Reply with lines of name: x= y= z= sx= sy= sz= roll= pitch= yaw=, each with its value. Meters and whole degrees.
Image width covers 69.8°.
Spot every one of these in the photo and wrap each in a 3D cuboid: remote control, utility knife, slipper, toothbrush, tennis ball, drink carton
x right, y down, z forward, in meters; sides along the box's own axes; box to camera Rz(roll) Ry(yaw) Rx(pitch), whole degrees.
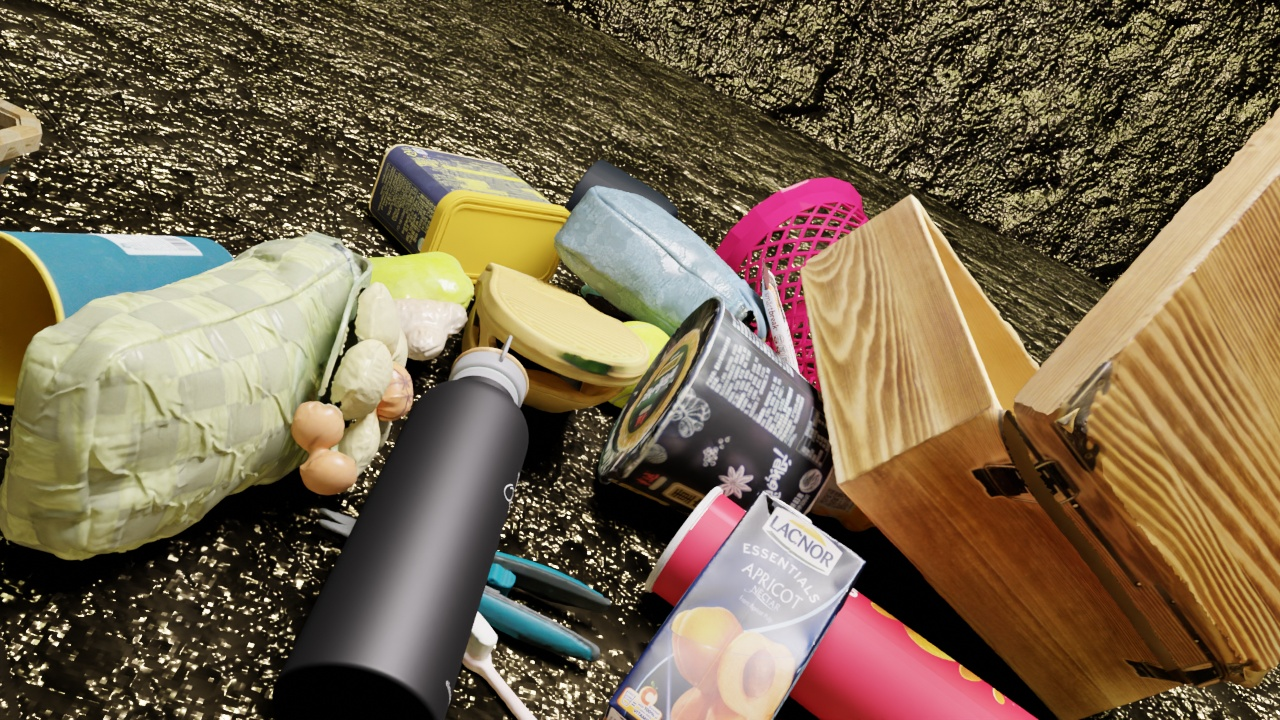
remote control: x=0.012 y=-0.034 z=0.832 sx=0.136 sy=0.015 sz=0.032 roll=12 pitch=28 yaw=-27
utility knife: x=0.006 y=-0.068 z=0.892 sx=0.022 sy=0.016 sz=0.179 roll=43 pitch=29 yaw=27
slipper: x=-0.073 y=-0.011 z=0.625 sx=0.099 sy=0.078 sz=0.263 roll=21 pitch=8 yaw=-18
toothbrush: x=-0.023 y=0.172 z=0.377 sx=0.181 sy=0.018 sz=0.015 roll=42 pitch=28 yaw=27
tennis ball: x=-0.004 y=0.004 z=0.674 sx=0.065 sy=0.065 sz=0.065 roll=23 pitch=24 yaw=-11
drink carton: x=0.046 y=0.129 z=0.426 sx=0.064 sy=0.040 sz=0.129 roll=35 pitch=60 yaw=13

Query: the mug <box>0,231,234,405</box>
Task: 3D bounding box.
mug: x=-0.262 y=-0.029 z=0.455 sx=0.078 sy=0.078 sz=0.121 roll=33 pitch=20 yaw=11

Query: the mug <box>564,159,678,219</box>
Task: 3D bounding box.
mug: x=-0.019 y=-0.140 z=0.947 sx=0.094 sy=0.085 sz=0.121 roll=32 pitch=-5 yaw=6

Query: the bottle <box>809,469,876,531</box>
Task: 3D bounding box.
bottle: x=0.133 y=0.081 z=0.676 sx=0.108 sy=0.063 sz=0.063 roll=26 pitch=24 yaw=-2

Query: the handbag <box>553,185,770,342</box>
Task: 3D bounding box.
handbag: x=0.015 y=-0.051 z=0.745 sx=0.192 sy=0.119 sz=0.121 roll=38 pitch=12 yaw=5

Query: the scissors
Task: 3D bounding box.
scissors: x=-0.080 y=0.103 z=0.448 sx=0.140 sy=0.019 sz=0.128 roll=-5 pitch=44 yaw=-41

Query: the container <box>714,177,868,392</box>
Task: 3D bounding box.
container: x=0.192 y=-0.025 z=0.836 sx=0.182 sy=0.184 sz=0.225 roll=5 pitch=41 yaw=-43

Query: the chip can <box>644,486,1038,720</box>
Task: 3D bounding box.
chip can: x=0.111 y=0.159 z=0.483 sx=0.220 sy=0.069 sz=0.069 roll=35 pitch=25 yaw=14

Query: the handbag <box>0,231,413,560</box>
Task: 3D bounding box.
handbag: x=-0.168 y=0.020 z=0.400 sx=0.117 sy=0.113 sz=0.186 roll=18 pitch=23 yaw=11

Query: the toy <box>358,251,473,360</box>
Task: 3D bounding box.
toy: x=-0.155 y=-0.034 z=0.599 sx=0.092 sy=0.046 sz=0.115 roll=-6 pitch=37 yaw=-9

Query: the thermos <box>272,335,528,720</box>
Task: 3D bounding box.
thermos: x=-0.090 y=0.063 z=0.421 sx=0.061 sy=0.061 sz=0.230 roll=24 pitch=34 yaw=-10

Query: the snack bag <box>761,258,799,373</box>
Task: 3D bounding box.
snack bag: x=0.122 y=-0.004 z=0.761 sx=0.013 sy=0.158 sz=0.057 roll=-13 pitch=20 yaw=11

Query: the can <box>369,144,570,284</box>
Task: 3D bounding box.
can: x=-0.142 y=-0.121 z=0.768 sx=0.135 sy=0.075 sz=0.104 roll=-1 pitch=34 yaw=-48

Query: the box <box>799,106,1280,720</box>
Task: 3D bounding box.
box: x=0.306 y=0.029 z=0.537 sx=0.279 sy=0.316 sz=0.281 roll=46 pitch=29 yaw=-27

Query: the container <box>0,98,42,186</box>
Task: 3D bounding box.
container: x=-0.358 y=-0.091 z=0.328 sx=0.157 sy=0.187 sz=0.249 roll=25 pitch=24 yaw=-8

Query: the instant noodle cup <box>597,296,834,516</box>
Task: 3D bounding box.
instant noodle cup: x=0.055 y=0.046 z=0.577 sx=0.112 sy=0.137 sz=0.137 roll=33 pitch=23 yaw=-8
